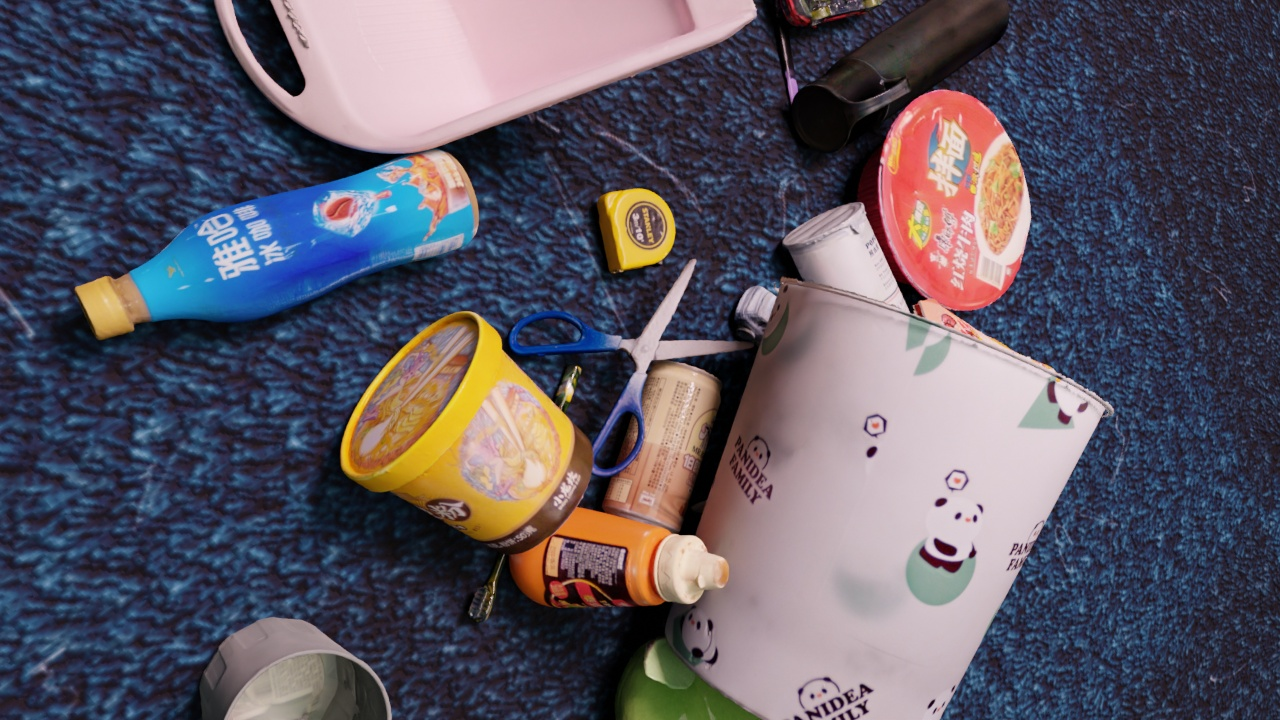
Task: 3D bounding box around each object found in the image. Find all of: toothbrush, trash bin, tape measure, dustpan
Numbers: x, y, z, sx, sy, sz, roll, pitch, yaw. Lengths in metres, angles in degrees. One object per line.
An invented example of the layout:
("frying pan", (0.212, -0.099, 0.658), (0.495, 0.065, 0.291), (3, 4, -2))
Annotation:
("toothbrush", (-0.078, 0.086, 0.624), (0.017, 0.012, 0.185), (58, 50, -66))
("trash bin", (0.148, 0.105, 0.613), (0.229, 0.230, 0.252), (22, 91, -29))
("tape measure", (-0.004, -0.096, 0.672), (0.057, 0.029, 0.060), (-14, 95, -31))
("dustpan", (-0.102, -0.237, 0.517), (0.138, 0.274, 0.222), (-34, 101, -55))
("toothbrush", (0.119, -0.289, 0.767), (0.014, 0.017, 0.189), (-15, 97, -33))

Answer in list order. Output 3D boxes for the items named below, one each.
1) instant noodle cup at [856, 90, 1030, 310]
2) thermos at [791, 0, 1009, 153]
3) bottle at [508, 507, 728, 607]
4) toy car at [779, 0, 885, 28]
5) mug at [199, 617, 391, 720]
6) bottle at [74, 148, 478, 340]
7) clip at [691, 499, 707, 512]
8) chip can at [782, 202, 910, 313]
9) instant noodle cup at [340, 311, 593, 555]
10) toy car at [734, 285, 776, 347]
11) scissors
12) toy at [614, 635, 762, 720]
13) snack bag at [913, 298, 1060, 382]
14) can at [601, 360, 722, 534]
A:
("instant noodle cup", (0.261, -0.136, 0.819), (0.193, 0.066, 0.193), (2, 85, -31))
("thermos", (0.237, -0.257, 0.793), (0.241, 0.090, 0.068), (-39, 119, -29))
("bottle", (-0.012, 0.128, 0.581), (0.066, 0.150, 0.066), (5, 84, -56))
("toy car", (0.160, -0.311, 0.775), (0.120, 0.045, 0.053), (-24, 99, -36))
("mug", (-0.206, 0.195, 0.487), (0.123, 0.104, 0.084), (-25, 101, -29))
("bottle", (-0.201, -0.064, 0.527), (0.218, 0.065, 0.065), (-25, 101, -29))
("clip", (0.089, 0.113, 0.719), (0.099, 0.035, 0.070), (-28, 103, -21))
("chip can", (0.197, -0.021, 0.768), (0.071, 0.071, 0.215), (-37, 107, -28))
("instant noodle cup", (-0.099, 0.050, 0.559), (0.114, 0.119, 0.118), (44, 66, -32))
("toy car", (0.115, -0.023, 0.740), (0.090, 0.034, 0.042), (40, 65, -25))
("scissors", (-0.008, 0.001, 0.633), (0.176, 0.012, 0.162), (8, 77, -5))
("toy", (0.043, 0.305, 0.646), (0.226, 0.090, 0.246), (-12, 90, -33))
("snack bag", (0.305, 0.024, 0.799), (0.207, 0.073, 0.128), (14, 61, -49))
("can", (0.017, 0.063, 0.659), (0.058, 0.059, 0.116), (26, 74, -28))
